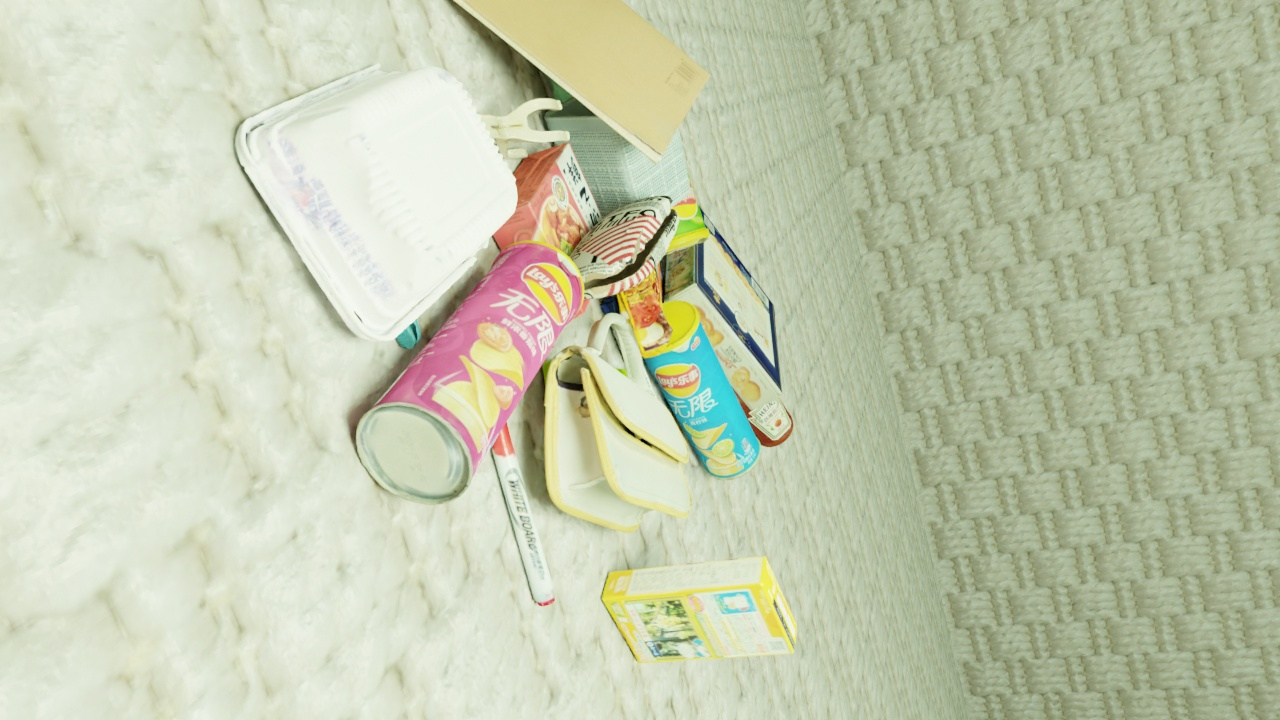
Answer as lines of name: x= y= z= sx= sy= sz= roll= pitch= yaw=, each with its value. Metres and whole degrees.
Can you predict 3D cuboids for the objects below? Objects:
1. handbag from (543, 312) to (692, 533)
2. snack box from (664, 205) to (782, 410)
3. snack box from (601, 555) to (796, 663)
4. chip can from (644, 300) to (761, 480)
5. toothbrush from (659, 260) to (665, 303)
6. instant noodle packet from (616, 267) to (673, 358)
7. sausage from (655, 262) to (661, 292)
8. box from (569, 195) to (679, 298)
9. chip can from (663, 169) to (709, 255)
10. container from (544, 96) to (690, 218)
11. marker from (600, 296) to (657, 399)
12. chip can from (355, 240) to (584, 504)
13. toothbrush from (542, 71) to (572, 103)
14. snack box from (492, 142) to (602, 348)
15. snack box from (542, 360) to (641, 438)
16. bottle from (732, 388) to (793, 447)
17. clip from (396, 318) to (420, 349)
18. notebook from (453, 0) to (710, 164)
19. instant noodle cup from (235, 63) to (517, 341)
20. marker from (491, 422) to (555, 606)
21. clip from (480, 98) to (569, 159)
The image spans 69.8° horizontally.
handbag: x=-0.014 y=0.037 z=0.723 sx=0.163 sy=0.063 sz=0.178 roll=37 pitch=44 yaw=-61
snack box: x=0.096 y=-0.065 z=1.054 sx=0.178 sy=0.046 sz=0.182 roll=49 pitch=27 yaw=-28
snack box: x=0.048 y=0.206 z=0.749 sx=0.033 sy=0.141 sz=0.087 roll=-73 pitch=144 yaw=-52
chip can: x=0.063 y=0.036 z=0.965 sx=0.071 sy=0.071 sz=0.210 roll=-79 pitch=149 yaw=-44
toothbrush: x=0.021 y=-0.085 z=1.001 sx=0.016 sy=0.014 sz=0.189 roll=18 pitch=62 yaw=-79
instant noodle packet: x=-0.003 y=-0.075 z=0.864 sx=0.128 sy=0.044 sz=0.111 roll=-98 pitch=173 yaw=-60
sausage: x=0.007 y=-0.133 z=0.978 sx=0.021 sy=0.021 sz=0.165 roll=31 pitch=52 yaw=-62
box: x=-0.015 y=-0.096 z=0.725 sx=0.164 sy=0.072 sz=0.060 roll=-63 pitch=154 yaw=-60
chip can: x=0.003 y=-0.216 z=0.922 sx=0.072 sy=0.073 sz=0.221 roll=-30 pitch=103 yaw=-67
container: x=-0.015 y=-0.185 z=0.827 sx=0.089 sy=0.090 sz=0.111 roll=-42 pitch=128 yaw=-36
marker: x=-0.005 y=0.005 z=0.885 sx=0.016 sy=0.017 sz=0.146 roll=-66 pitch=139 yaw=-56
chip can: x=-0.099 y=-0.001 z=0.583 sx=0.210 sy=0.071 sz=0.071 roll=-66 pitch=139 yaw=-55
toothbrush: x=-0.081 y=-0.273 z=0.823 sx=0.026 sy=0.027 sz=0.224 roll=50 pitch=-11 yaw=54
snack box: x=-0.065 y=-0.094 z=0.748 sx=0.113 sy=0.044 sz=0.127 roll=-72 pitch=145 yaw=-51
snack box: x=-0.032 y=0.047 z=0.785 sx=0.156 sy=0.026 sz=0.085 roll=15 pitch=66 yaw=-67
bottle: x=0.129 y=0.029 z=1.150 sx=0.206 sy=0.060 sz=0.059 roll=53 pitch=33 yaw=-36
clip: x=-0.148 y=-0.034 z=0.557 sx=0.049 sy=0.015 sz=0.057 roll=-54 pitch=129 yaw=-65
notebook: x=-0.043 y=-0.267 z=0.750 sx=0.211 sy=0.012 sz=0.149 roll=37 pitch=46 yaw=-11
instant noodle cup: x=-0.136 y=-0.106 z=0.541 sx=0.138 sy=0.060 sz=0.173 roll=61 pitch=28 yaw=-19
marker: x=-0.084 y=0.102 z=0.641 sx=0.017 sy=0.017 sz=0.145 roll=-33 pitch=110 yaw=-67
clip: x=-0.092 y=-0.180 z=0.701 sx=0.102 sy=0.094 sz=0.035 roll=-32 pitch=109 yaw=-79
